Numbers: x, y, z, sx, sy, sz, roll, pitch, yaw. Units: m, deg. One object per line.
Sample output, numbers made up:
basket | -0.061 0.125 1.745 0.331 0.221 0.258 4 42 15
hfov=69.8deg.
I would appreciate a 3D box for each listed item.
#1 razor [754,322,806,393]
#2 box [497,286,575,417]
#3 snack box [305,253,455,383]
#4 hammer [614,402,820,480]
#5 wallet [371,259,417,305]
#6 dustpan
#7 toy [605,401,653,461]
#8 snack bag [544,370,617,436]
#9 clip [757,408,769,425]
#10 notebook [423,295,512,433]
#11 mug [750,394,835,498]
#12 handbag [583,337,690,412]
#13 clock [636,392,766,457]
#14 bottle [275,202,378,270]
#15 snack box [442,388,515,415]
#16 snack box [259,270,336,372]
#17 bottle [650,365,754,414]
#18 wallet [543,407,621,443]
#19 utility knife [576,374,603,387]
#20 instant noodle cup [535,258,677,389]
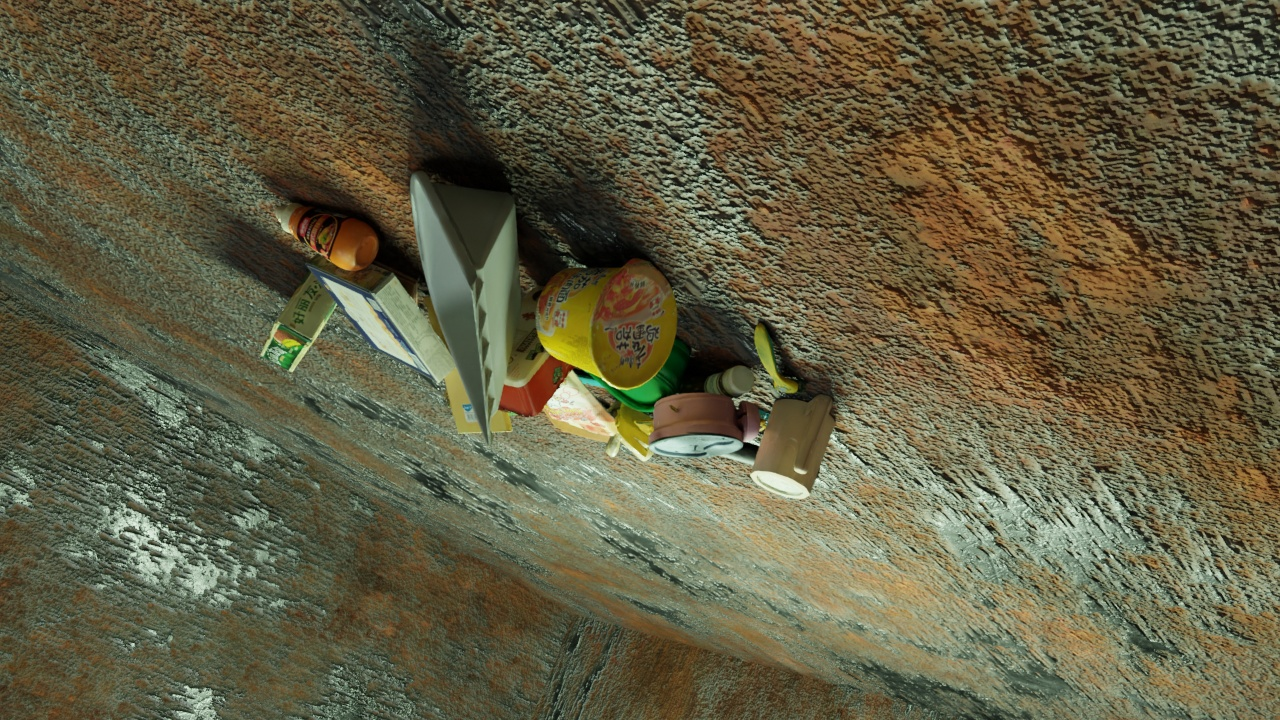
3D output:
razor | 0.156 0.000 1.070 0.043 0.028 0.132 13 153 33
box | -0.128 -0.007 1.119 0.091 0.167 0.081 12 135 26
snack box | -0.361 -0.065 1.284 0.183 0.045 0.178 23 151 40
hammer | 0.109 0.121 1.309 0.300 0.128 0.033 15 113 -4
wallet | -0.374 -0.110 1.340 0.101 0.020 0.115 24 155 -3
dustpan | -0.210 -0.079 0.991 0.142 0.257 0.223 6 133 3
toy | -0.007 0.113 1.436 0.105 0.066 0.157 -23 144 16
snack bag | -0.122 0.033 1.306 0.129 0.073 0.208 8 144 37
clip | 0.171 0.080 1.243 0.057 0.014 0.047 23 155 -2
notebook | -0.244 0.002 1.289 0.146 0.010 0.206 -7 98 49
mug | 0.199 0.107 1.160 0.084 0.103 0.125 25 158 -3
handbag | -0.007 0.007 1.181 0.120 0.067 0.132 27 157 -9
clock | 0.085 0.083 1.154 0.158 0.059 0.117 10 158 -25
bottle | -0.417 -0.170 1.202 0.149 0.066 0.067 24 158 16
snack box | -0.221 0.031 1.402 0.105 0.118 0.118 24 161 -35
snack box | -0.545 -0.063 1.480 0.063 0.114 0.241 32 156 -18
bottle | 0.084 0.045 1.210 0.080 0.044 0.195 23 158 -20
wallet | -0.094 0.101 1.512 0.131 0.035 0.119 13 155 27
utility knife | -0.035 0.039 1.348 0.151 0.013 0.029 10 157 29
instant noodle cup | -0.043 -0.045 1.032 0.110 0.137 0.138 15 158 42
